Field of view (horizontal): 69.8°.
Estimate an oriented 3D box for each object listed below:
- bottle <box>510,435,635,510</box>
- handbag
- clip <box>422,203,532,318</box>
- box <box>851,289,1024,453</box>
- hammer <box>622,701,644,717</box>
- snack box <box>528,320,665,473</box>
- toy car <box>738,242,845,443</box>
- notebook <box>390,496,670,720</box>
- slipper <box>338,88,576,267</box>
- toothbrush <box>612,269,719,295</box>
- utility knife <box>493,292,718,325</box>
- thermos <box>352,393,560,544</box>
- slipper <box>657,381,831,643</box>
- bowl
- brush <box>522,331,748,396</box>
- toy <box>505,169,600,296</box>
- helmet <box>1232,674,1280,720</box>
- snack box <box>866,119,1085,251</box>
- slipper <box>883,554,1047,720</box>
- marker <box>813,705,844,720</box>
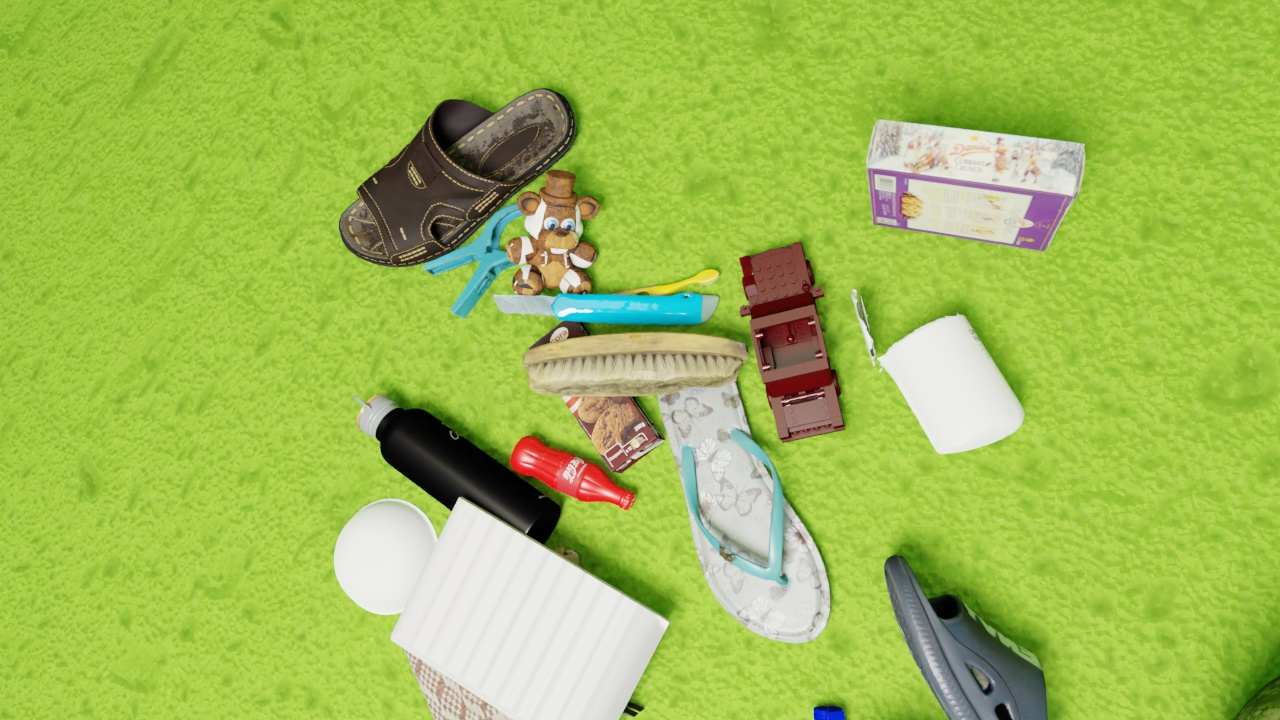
[{"bbox_3d":[-0.060,0.105,0.831,0.119,0.036,0.036,22,87,18],"label":"bottle"},{"bbox_3d":[-0.115,0.255,0.817,0.186,0.047,0.124,-26,82,10],"label":"handbag"},{"bbox_3d":[-0.157,-0.115,0.904,0.127,0.028,0.113,-28,79,9],"label":"clip"},{"bbox_3d":[0.231,-0.001,0.744,0.092,0.083,0.166,-30,72,19],"label":"box"},{"bbox_3d":[0.050,0.399,0.752,0.323,0.033,0.115,32,92,18],"label":"hammer"},{"bbox_3d":[-0.041,0.031,0.840,0.051,0.031,0.141,-38,73,7],"label":"snack box"},{"bbox_3d":[0.127,-0.020,0.785,0.070,0.062,0.169,-14,77,13],"label":"toy car"},{"bbox_3d":[-0.098,0.230,0.781,0.210,0.009,0.142,28,95,13],"label":"notebook"},{"bbox_3d":[-0.186,-0.183,0.896,0.268,0.075,0.113,-30,73,9],"label":"slipper"},{"bbox_3d":[0.009,-0.061,0.852,0.136,0.016,0.021,-15,79,15],"label":"toothbrush"},{"bbox_3d":[-0.032,-0.049,0.836,0.205,0.015,0.031,3,91,-2],"label":"utility knife"},{"bbox_3d":[-0.182,0.097,0.855,0.231,0.061,0.061,32,90,19],"label":"thermos"},{"bbox_3d":[0.075,0.115,0.783,0.098,0.054,0.268,-27,73,13],"label":"slipper"},{"bbox_3d":[-0.250,0.186,0.869,0.110,0.040,0.110,-3,80,16],"label":"bowl"},{"bbox_3d":[-0.005,0.005,0.791,0.195,0.059,0.043,-2,72,3],"label":"brush"},{"bbox_3d":[-0.080,-0.116,0.851,0.087,0.067,0.113,1,119,-19],"label":"toy"},{"bbox_3d":[0.459,0.293,0.544,0.242,0.248,0.213,-26,43,-30],"label":"helmet"},{"bbox_3d":[0.257,-0.135,0.724,0.148,0.143,0.040,12,84,17],"label":"snack box"},{"bbox_3d":[0.269,0.259,0.674,0.083,0.110,0.268,-28,77,7],"label":"slipper"},{"bbox_3d":[0.154,0.348,0.732,0.023,0.027,0.133,2,79,-16],"label":"marker"}]
